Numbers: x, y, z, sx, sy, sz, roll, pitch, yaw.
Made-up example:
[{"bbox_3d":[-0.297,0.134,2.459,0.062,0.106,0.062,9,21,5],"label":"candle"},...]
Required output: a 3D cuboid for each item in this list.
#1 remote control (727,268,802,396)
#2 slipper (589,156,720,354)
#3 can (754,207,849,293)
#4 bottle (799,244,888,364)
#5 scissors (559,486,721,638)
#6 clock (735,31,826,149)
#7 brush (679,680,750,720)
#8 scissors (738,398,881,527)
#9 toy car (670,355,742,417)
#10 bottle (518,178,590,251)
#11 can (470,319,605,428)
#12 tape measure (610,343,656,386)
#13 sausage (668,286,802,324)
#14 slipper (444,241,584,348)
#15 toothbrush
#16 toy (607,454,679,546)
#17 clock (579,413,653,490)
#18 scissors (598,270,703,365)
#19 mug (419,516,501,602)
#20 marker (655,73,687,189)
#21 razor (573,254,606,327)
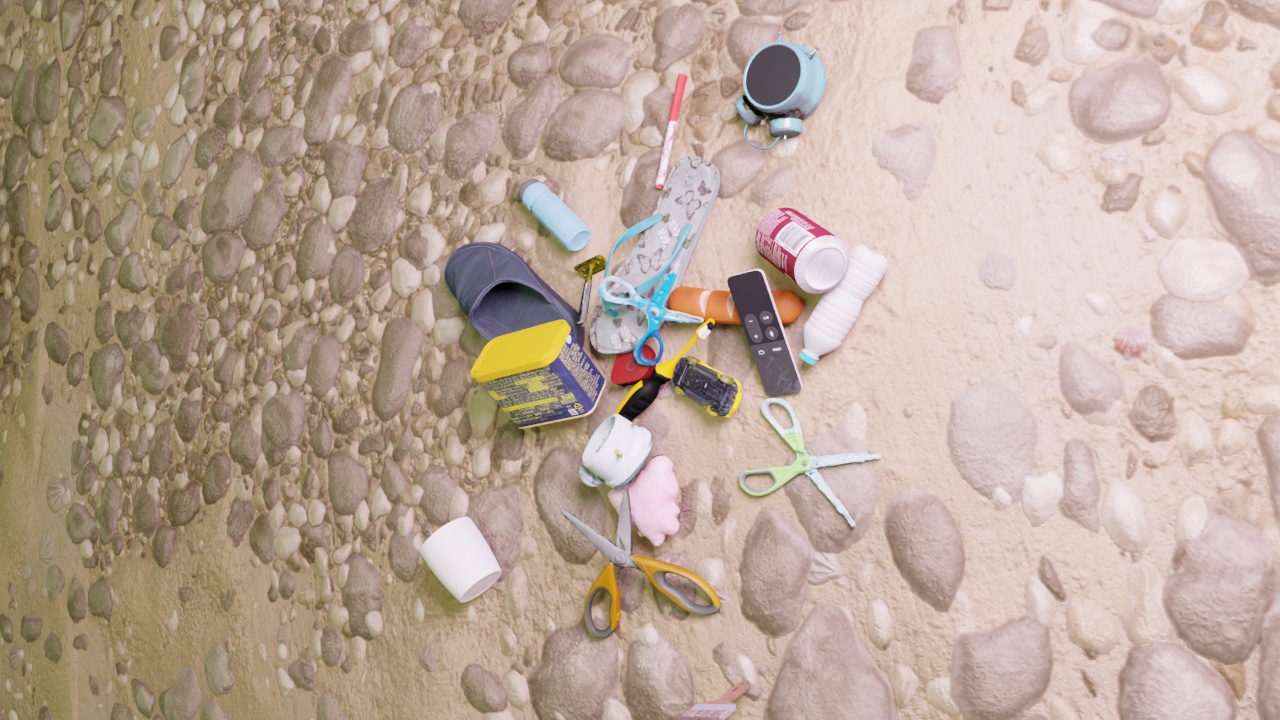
[{"bbox_3d":[0.138,-0.029,1.012,0.045,0.008,0.147,-11,107,37],"label":"remote control"},{"bbox_3d":[0.013,-0.123,1.105,0.098,0.054,0.269,37,102,32],"label":"slipper"},{"bbox_3d":[0.170,-0.119,0.978,0.063,0.063,0.114,-61,29,15],"label":"can"},{"bbox_3d":[0.213,-0.057,0.980,0.044,0.044,0.136,38,108,29],"label":"bottle"},{"bbox_3d":[-0.007,0.256,1.097,0.230,0.016,0.226,17,115,20],"label":"scissors"},{"bbox_3d":[0.152,-0.299,1.030,0.090,0.053,0.124,34,108,31],"label":"clock"},{"bbox_3d":[0.090,0.362,0.977,0.045,0.143,0.008,-9,83,24],"label":"brush"},{"bbox_3d":[0.180,0.108,1.009,0.172,0.024,0.165,-14,74,30],"label":"scissors"},{"bbox_3d":[0.076,0.029,1.073,0.107,0.030,0.049,32,105,45],"label":"toy car"},{"bbox_3d":[-0.118,-0.196,1.211,0.130,0.040,0.040,46,111,27],"label":"bottle"},{"bbox_3d":[-0.126,0.021,1.156,0.135,0.104,0.075,-13,37,32],"label":"can"},{"bbox_3d":[-0.007,0.007,1.136,0.051,0.019,0.059,15,85,34],"label":"tape measure"},{"bbox_3d":[0.108,-0.062,1.050,0.164,0.044,0.039,5,61,32],"label":"sausage"},{"bbox_3d":[-0.190,-0.082,1.228,0.265,0.083,0.109,37,109,31],"label":"slipper"},{"bbox_3d":[0.026,0.016,1.097,0.197,0.031,0.030,-48,30,32],"label":"toothbrush"},{"bbox_3d":[0.013,0.171,1.095,0.103,0.050,0.093,-43,69,30],"label":"toy"},{"bbox_3d":[-0.034,0.114,1.113,0.118,0.057,0.083,-35,26,53],"label":"clock"},{"bbox_3d":[0.011,-0.050,1.079,0.134,0.011,0.140,12,120,18],"label":"scissors"},{"bbox_3d":[-0.245,0.281,1.254,0.087,0.080,0.114,50,144,19],"label":"mug"},{"bbox_3d":[0.038,-0.281,1.130,0.013,0.012,0.142,15,96,33],"label":"marker"},{"bbox_3d":[-0.068,-0.085,1.153,0.043,0.026,0.105,-20,45,30],"label":"razor"}]
